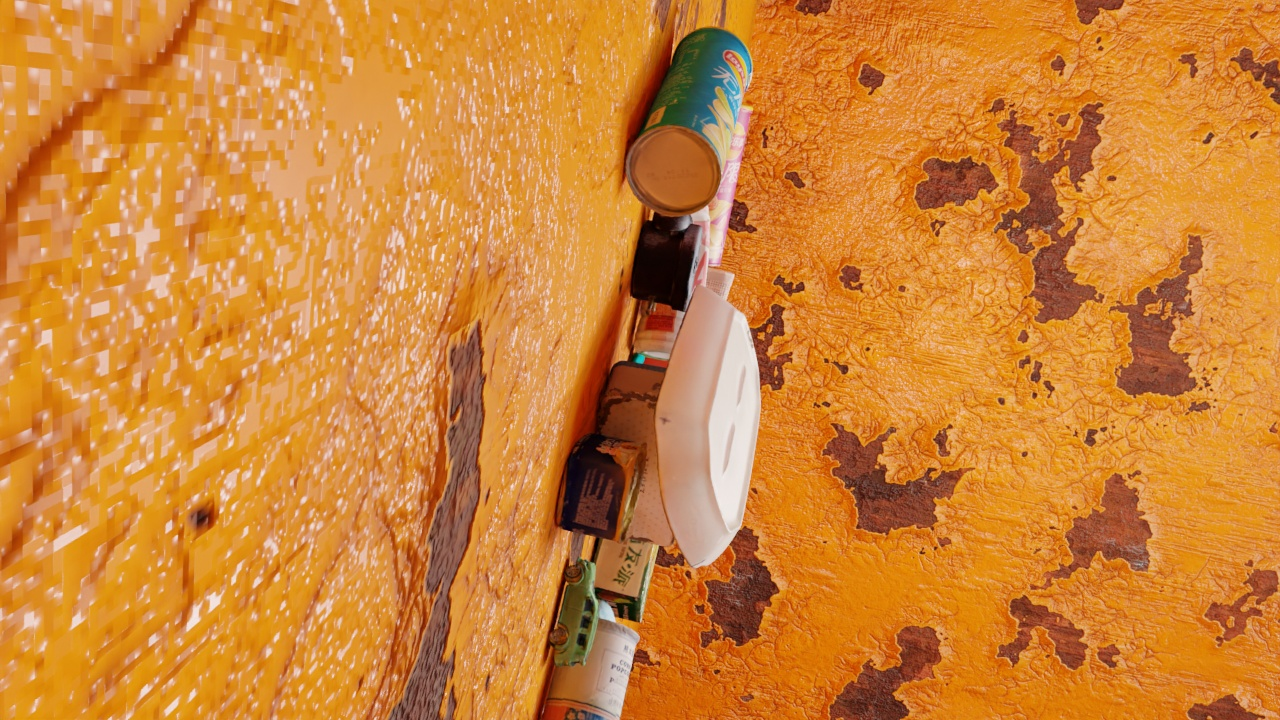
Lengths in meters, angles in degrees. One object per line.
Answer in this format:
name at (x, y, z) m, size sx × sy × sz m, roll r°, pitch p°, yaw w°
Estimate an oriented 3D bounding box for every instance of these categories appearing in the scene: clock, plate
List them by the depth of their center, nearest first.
plate at (0.065, 0.046, 0.754) m, size 0.264 × 0.034 × 0.162 m, roll -69°, pitch 146°, yaw -54°
clock at (0.027, -0.102, 0.856) m, size 0.082 × 0.055 × 0.122 m, roll -41°, pitch 142°, yaw -81°

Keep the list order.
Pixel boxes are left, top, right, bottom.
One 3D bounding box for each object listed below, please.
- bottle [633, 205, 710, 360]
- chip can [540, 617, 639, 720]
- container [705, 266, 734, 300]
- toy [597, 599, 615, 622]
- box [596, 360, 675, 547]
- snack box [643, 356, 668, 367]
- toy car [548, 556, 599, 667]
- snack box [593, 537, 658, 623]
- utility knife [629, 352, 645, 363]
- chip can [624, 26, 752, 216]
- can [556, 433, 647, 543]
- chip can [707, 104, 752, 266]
bottle at (0.039, -0.100, 0.953) m, size 0.068 × 0.068 × 0.196 m, roll 69°, pitch 28°, yaw -81°
chip can at (-0.059, 0.335, 0.788) m, size 0.071 × 0.071 × 0.214 m, roll 93°, pitch 10°, yaw -59°
container at (0.057, -0.062, 1.120) m, size 0.090 × 0.090 × 0.111 m, roll -32°, pitch 136°, yaw -84°
toy at (-0.051, 0.314, 0.935) m, size 0.156 × 0.050 × 0.161 m, roll 90°, pitch 8°, yaw -59°
box at (0.003, 0.092, 0.828) m, size 0.061 × 0.090 × 0.185 m, roll -72°, pitch 172°, yaw -53°
snack box at (0.026, 0.033, 1.064) m, size 0.079 × 0.082 × 0.091 m, roll -53°, pitch 158°, yaw -46°
toy car at (-0.054, 0.212, 0.774) m, size 0.043 × 0.036 × 0.091 m, roll 81°, pitch 18°, yaw -73°
snack box at (-0.016, 0.240, 1.096) m, size 0.240 × 0.063 × 0.114 m, roll 91°, pitch 12°, yaw -68°
utility knife at (-0.006, 0.006, 0.966) m, size 0.215 × 0.013 × 0.029 m, roll -68°, pitch 167°, yaw -55°
chip can at (0.043, -0.193, 0.721) m, size 0.209 × 0.071 × 0.071 m, roll -73°, pitch 172°, yaw -50°
can at (-0.027, 0.097, 0.714) m, size 0.148 × 0.049 × 0.074 m, roll -16°, pitch 118°, yaw -85°
chip can at (0.092, -0.234, 1.211) m, size 0.071 × 0.071 × 0.211 m, roll -58°, pitch 160°, yaw -76°
